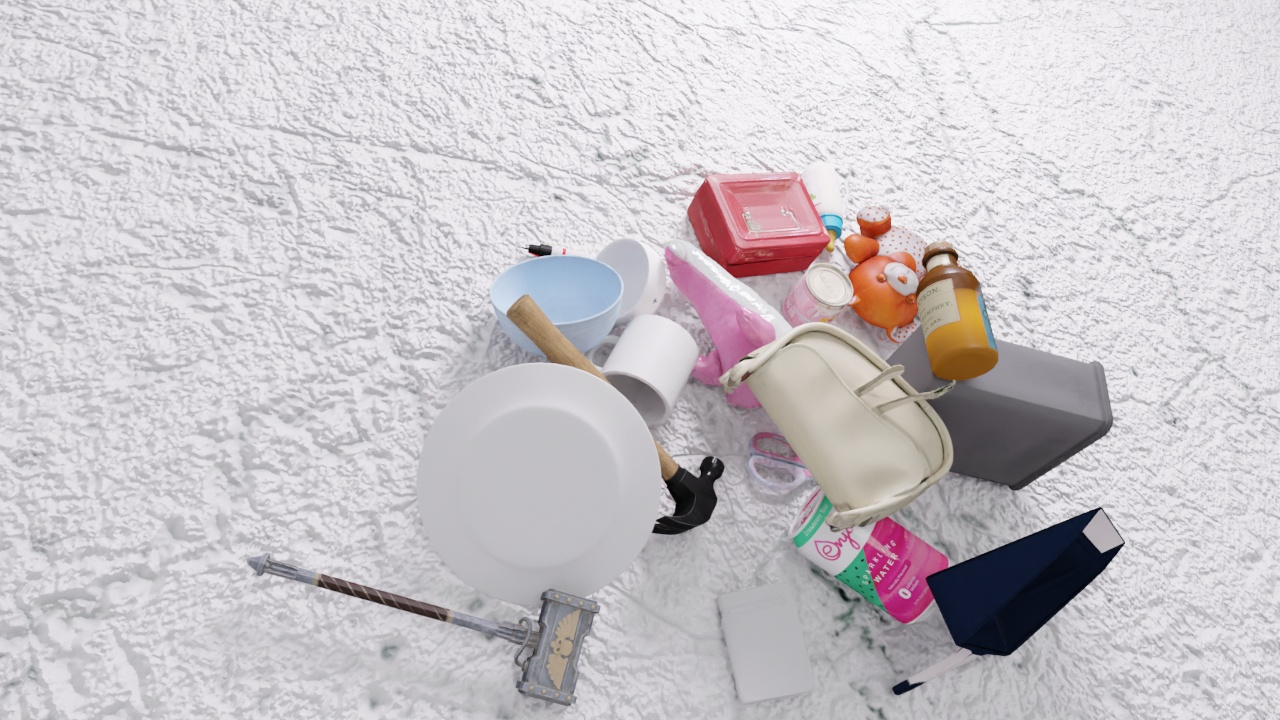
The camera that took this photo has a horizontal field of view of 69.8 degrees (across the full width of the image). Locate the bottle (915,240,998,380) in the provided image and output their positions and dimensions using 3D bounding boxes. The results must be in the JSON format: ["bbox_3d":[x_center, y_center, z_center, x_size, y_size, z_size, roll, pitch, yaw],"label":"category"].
[{"bbox_3d":[0.335,-0.060,0.989,0.067,0.068,0.156,7,58,-15],"label":"bottle"}]

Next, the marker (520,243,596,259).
[{"bbox_3d":[-0.077,-0.126,1.139,0.145,0.019,0.019,11,58,-12],"label":"marker"}]

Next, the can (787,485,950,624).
[{"bbox_3d":[0.251,0.211,1.008,0.166,0.088,0.088,34,56,3],"label":"can"}]

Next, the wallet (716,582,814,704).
[{"bbox_3d":[0.129,0.294,0.955,0.086,0.032,0.116,-3,63,-8],"label":"wallet"}]

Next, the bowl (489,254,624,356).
[{"bbox_3d":[-0.093,-0.052,1.043,0.150,0.075,0.150,0,36,0],"label":"bowl"}]

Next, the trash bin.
[{"bbox_3d":[0.397,0.058,1.089,0.219,0.192,0.097,14,57,-9],"label":"trash bin"}]

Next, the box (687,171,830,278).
[{"bbox_3d":[0.157,-0.181,1.212,0.158,0.087,0.129,-8,63,-24],"label":"box"}]

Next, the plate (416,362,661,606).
[{"bbox_3d":[-0.100,0.124,0.905,0.242,0.016,0.242,0,91,-3],"label":"plate"}]

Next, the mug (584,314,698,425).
[{"bbox_3d":[-0.006,0.006,1.046,0.121,0.091,0.089,19,54,13],"label":"mug"}]

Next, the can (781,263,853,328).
[{"bbox_3d":[0.226,-0.077,1.179,0.067,0.076,0.067,8,59,-14],"label":"can"}]

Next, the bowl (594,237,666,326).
[{"bbox_3d":[-0.012,-0.090,1.095,0.054,0.105,0.104,18,50,-47],"label":"bowl"}]

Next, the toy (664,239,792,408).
[{"bbox_3d":[0.105,-0.030,1.103,0.128,0.186,0.265,-42,78,9],"label":"toy"}]

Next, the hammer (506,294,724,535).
[{"bbox_3d":[-0.030,0.056,0.960,0.305,0.040,0.132,48,39,-14],"label":"hammer"}]

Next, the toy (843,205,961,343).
[{"bbox_3d":[0.339,-0.116,1.231,0.164,0.093,0.172,34,58,-4],"label":"toy"}]

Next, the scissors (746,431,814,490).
[{"bbox_3d":[0.206,0.134,1.087,0.174,0.017,0.076,18,53,-12],"label":"scissors"}]

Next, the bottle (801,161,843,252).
[{"bbox_3d":[0.257,-0.210,1.284,0.051,0.051,0.146,7,58,-15],"label":"bottle"}]

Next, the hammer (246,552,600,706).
[{"bbox_3d":[-0.204,0.231,0.856,0.322,0.044,0.098,18,70,-8],"label":"hammer"}]

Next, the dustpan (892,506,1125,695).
[{"bbox_3d":[0.372,0.261,0.946,0.236,0.274,0.080,30,37,-53],"label":"dustpan"}]

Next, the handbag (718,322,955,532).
[{"bbox_3d":[0.217,0.056,0.950,0.183,0.132,0.229,-33,83,-37],"label":"handbag"}]
